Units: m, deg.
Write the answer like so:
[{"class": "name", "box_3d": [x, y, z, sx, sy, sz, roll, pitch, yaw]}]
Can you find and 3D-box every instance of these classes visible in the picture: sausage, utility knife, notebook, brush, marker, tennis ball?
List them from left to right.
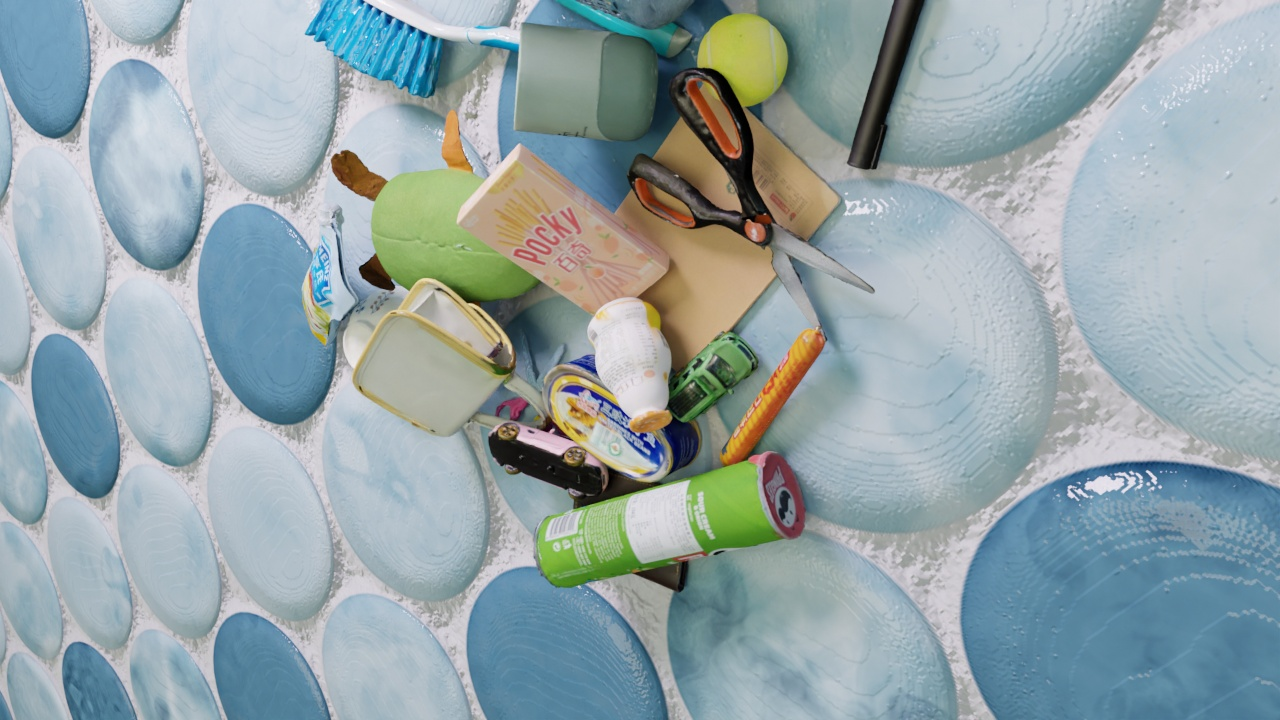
[{"class": "brush", "box_3d": [-0.184, -0.289, 0.842, 0.314, 0.060, 0.110, 34, 115, 20]}, {"class": "utility knife", "box_3d": [-0.043, -0.300, 0.762, 0.209, 0.013, 0.029, 34, 121, 20]}, {"class": "notebook", "box_3d": [0.048, -0.103, 0.754, 0.148, 0.008, 0.208, 48, 124, 15]}, {"class": "tennis ball", "box_3d": [0.074, -0.219, 0.670, 0.066, 0.065, 0.065, 9, 107, 32]}, {"class": "sausage", "box_3d": [0.103, 0.034, 0.734, 0.021, 0.021, 0.166, 42, 128, 19]}, {"class": "marker", "box_3d": [0.172, -0.198, 0.636, 0.022, 0.020, 0.132, 31, 118, 37]}]

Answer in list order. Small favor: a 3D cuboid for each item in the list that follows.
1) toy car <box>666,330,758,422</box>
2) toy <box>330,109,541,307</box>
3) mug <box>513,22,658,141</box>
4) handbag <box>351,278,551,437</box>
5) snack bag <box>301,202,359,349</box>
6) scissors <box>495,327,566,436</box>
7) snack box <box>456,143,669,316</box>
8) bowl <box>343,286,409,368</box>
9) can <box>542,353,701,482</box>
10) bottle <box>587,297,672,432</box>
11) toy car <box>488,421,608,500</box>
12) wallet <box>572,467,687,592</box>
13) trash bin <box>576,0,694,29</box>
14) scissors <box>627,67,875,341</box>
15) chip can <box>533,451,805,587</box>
[{"class": "toy car", "box_3d": [0.056, 0.015, 0.757, 0.043, 0.036, 0.091, 45, 120, -1]}, {"class": "toy", "box_3d": [-0.180, -0.117, 0.858, 0.247, 0.089, 0.227, 13, 118, 27]}, {"class": "mug", "box_3d": [-0.046, -0.219, 0.733, 0.106, 0.111, 0.082, 3, 101, -9]}, {"class": "handbag", "box_3d": [-0.168, 0.016, 0.868, 0.178, 0.063, 0.164, 35, 141, -11]}, {"class": "snack bag", "box_3d": [-0.320, -0.083, 0.945, 0.191, 0.038, 0.110, 148, 117, -62]}, {"class": "scissors", "box_3d": [-0.108, 0.035, 0.893, 0.129, 0.017, 0.133, -14, 89, 39]}, {"class": "snack box", "box_3d": [-0.062, -0.099, 0.750, 0.157, 0.026, 0.085, 33, 129, -25]}, {"class": "bowl", "box_3d": [-0.270, -0.019, 0.962, 0.114, 0.062, 0.113, 9, 105, 33]}, {"class": "can", "box_3d": [-0.019, 0.050, 0.813, 0.148, 0.049, 0.075, 33, 118, 24]}, {"class": "bottle", "box_3d": [-0.004, 0.004, 0.756, 0.063, 0.063, 0.108, -35, 59, 35]}, {"class": "toy car", "box_3d": [-0.085, 0.089, 0.849, 0.122, 0.037, 0.056, 17, 133, 20]}, {"class": "wallet", "box_3d": [-0.009, 0.152, 0.853, 0.122, 0.020, 0.096, 14, 109, 29]}, {"class": "trash bin", "box_3d": [-0.034, -0.344, 0.640, 0.195, 0.225, 0.227, 35, 120, 8]}, {"class": "scissors", "box_3d": [0.073, -0.117, 0.686, 0.221, 0.021, 0.222, 20, 135, 38]}, {"class": "chip can", "box_3d": [0.019, 0.140, 0.782, 0.237, 0.072, 0.072, -20, 90, 30]}]
